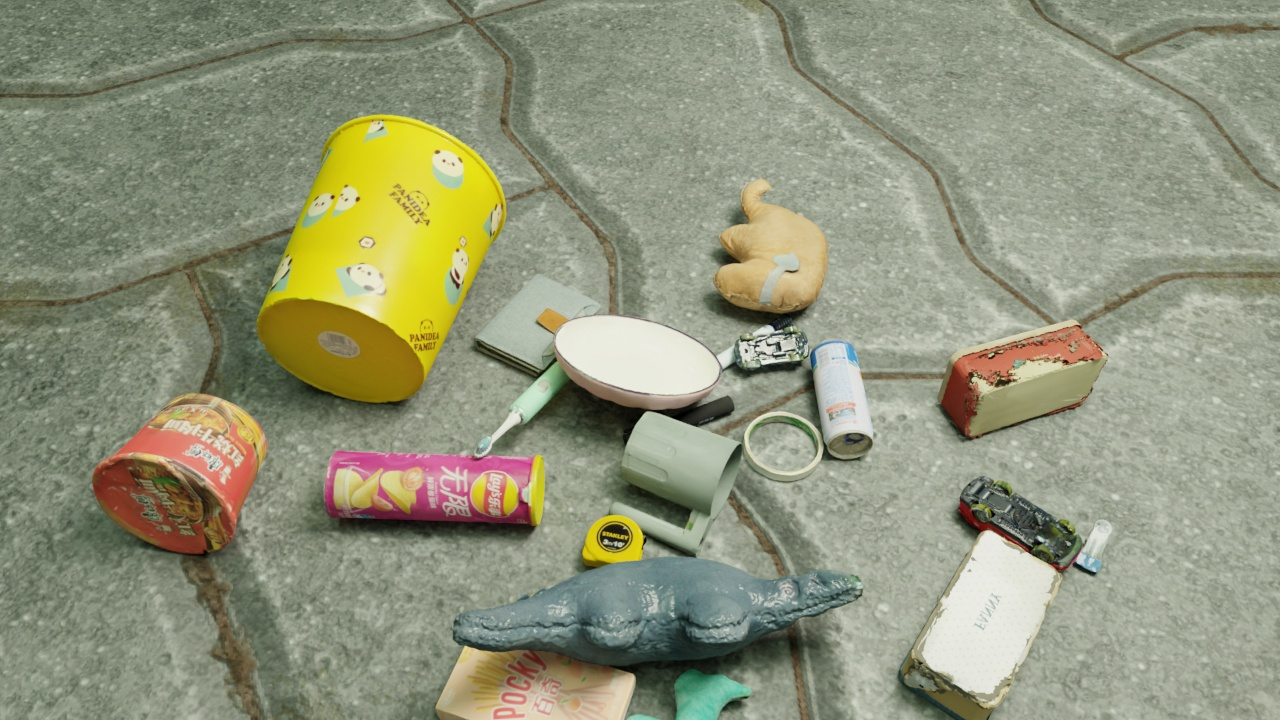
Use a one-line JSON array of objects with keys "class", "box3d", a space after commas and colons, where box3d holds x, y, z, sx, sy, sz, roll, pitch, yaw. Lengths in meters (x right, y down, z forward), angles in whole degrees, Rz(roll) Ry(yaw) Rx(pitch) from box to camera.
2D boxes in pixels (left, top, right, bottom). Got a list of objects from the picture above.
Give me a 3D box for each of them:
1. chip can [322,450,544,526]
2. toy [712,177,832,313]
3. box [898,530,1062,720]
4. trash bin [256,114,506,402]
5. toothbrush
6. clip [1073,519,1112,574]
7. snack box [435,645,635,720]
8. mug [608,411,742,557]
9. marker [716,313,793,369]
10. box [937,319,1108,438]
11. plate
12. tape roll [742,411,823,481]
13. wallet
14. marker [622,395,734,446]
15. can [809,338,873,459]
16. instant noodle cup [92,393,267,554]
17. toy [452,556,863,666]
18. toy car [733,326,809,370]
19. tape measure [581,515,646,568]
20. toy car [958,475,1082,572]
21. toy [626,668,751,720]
[{"class": "chip can", "box3d": [-0.205, 0.129, 0.928, 0.210, 0.071, 0.071, 1, 48, 1]}, {"class": "toy", "box3d": [0.171, -0.146, 1.171, 0.143, 0.083, 0.225, 12, 46, 0]}, {"class": "box", "box3d": [0.316, 0.238, 0.845, 0.090, 0.060, 0.183, 32, 53, 24]}, {"class": "trash bin", "box3d": [-0.297, -0.107, 1.046, 0.230, 0.230, 0.254, 8, 54, 6]}, {"class": "toothbrush", "box3d": [-0.117, 0.043, 0.993, 0.026, 0.027, 0.223, 29, 37, 10]}, {"class": "clip", "box3d": [0.454, 0.187, 0.919, 0.024, 0.029, 0.056, 26, 63, 23]}, {"class": "snack box", "box3d": [-0.091, 0.297, 0.808, 0.157, 0.026, 0.084, 14, 50, 11]}, {"class": "mug", "box3d": [0.034, 0.123, 0.938, 0.103, 0.084, 0.123, 21, 76, 18]}, {"class": "marker", "box3d": [0.133, -0.020, 1.099, 0.130, 0.018, 0.022, -32, 65, -26]}, {"class": "box", "box3d": [0.426, 0.024, 1.013, 0.168, 0.091, 0.076, -15, 47, -13]}, {"class": "plate", "box3d": [-0.006, 0.006, 1.029, 0.192, 0.039, 0.192, 11, 26, -5]}, {"class": "tape roll", "box3d": [0.155, 0.093, 1.000, 0.086, 0.014, 0.085, 0, 48, -1]}, {"class": "wallet", "box3d": [-0.121, -0.045, 1.106, 0.106, 0.037, 0.129, 24, 53, 20]}, {"class": "marker", "box3d": [0.043, 0.067, 1.018, 0.132, 0.020, 0.022, -19, 96, -16]}, {"class": "can", "box3d": [0.223, 0.042, 1.020, 0.053, 0.053, 0.134, 0, 48, -1]}, {"class": "instant noodle cup", "box3d": [-0.447, 0.108, 0.911, 0.138, 0.138, 0.108, 6, 40, 5]}, {"class": "toy", "box3d": [0.016, 0.220, 0.809, 0.356, 0.138, 0.091, -3, 77, -11]}, {"class": "toy car", "box3d": [0.153, -0.013, 1.077, 0.090, 0.034, 0.043, -9, 80, -11]}, {"class": "tape measure", "box3d": [-0.025, 0.184, 0.908, 0.060, 0.029, 0.057, 9, 50, 7]}, {"class": "toy car", "box3d": [0.378, 0.165, 0.917, 0.052, 0.045, 0.120, -37, 53, -26]}, {"class": "toy", "box3d": [0.040, 0.310, 0.797, 0.096, 0.030, 0.091, 11, 47, 17]}]
